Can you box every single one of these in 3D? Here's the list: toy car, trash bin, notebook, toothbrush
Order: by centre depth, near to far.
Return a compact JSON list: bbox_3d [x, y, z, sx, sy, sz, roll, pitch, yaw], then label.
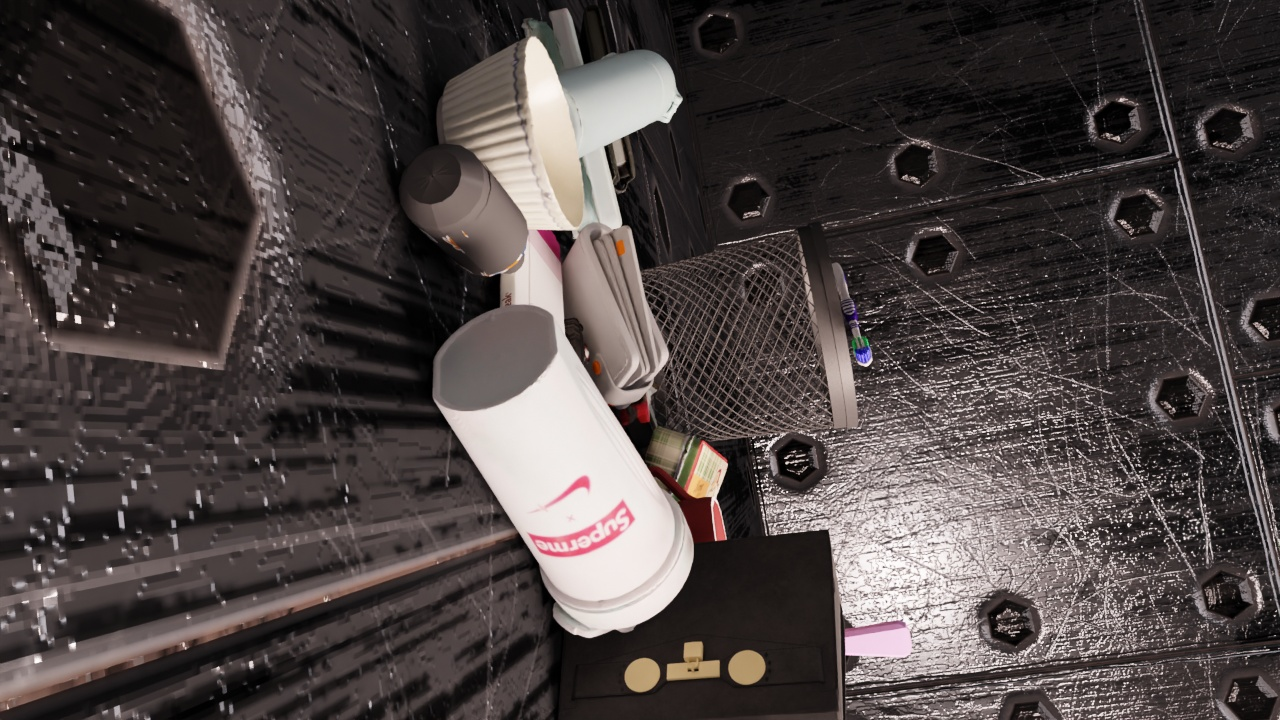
[{"bbox_3d":[-0.057,0.010,0.608,0.037,0.040,0.092,66,16,-50],"label":"toy car"},{"bbox_3d":[0.201,-0.050,0.886,0.186,0.015,0.016,-88,159,-56],"label":"toothbrush"},{"bbox_3d":[-0.038,-0.259,0.954,0.209,0.029,0.169,-107,-175,-82],"label":"notebook"},{"bbox_3d":[0.096,-0.017,0.979,0.217,0.227,0.217,-10,89,-81],"label":"trash bin"}]

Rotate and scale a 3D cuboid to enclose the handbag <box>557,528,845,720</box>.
[{"bbox_3d":[0.037,0.204,0.554,0.195,0.176,0.072,-79,157,-58],"label":"handbag"}]

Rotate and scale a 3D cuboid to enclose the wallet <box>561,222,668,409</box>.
[{"bbox_3d":[-0.021,-0.033,0.642,0.116,0.037,0.118,-51,-123,53],"label":"wallet"}]

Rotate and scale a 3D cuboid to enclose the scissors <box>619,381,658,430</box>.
[{"bbox_3d":[-0.005,0.011,0.774,0.198,0.015,0.179,-77,155,-70],"label":"scissors"}]

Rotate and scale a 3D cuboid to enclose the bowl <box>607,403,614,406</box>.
[{"bbox_3d":[-0.039,-0.017,0.763,0.122,0.035,0.122,-10,89,-81],"label":"bowl"}]

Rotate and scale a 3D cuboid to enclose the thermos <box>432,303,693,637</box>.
[{"bbox_3d":[-0.040,0.072,0.519,0.099,0.099,0.220,-91,162,-45],"label":"thermos"}]

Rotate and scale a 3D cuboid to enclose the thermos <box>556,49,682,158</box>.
[{"bbox_3d":[-0.032,-0.212,0.753,0.065,0.078,0.206,-57,174,33],"label":"thermos"}]

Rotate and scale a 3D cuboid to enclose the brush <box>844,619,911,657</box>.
[{"bbox_3d":[0.108,0.246,0.766,0.043,0.229,0.089,-31,110,-71],"label":"brush"}]

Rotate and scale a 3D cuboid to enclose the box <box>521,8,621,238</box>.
[{"bbox_3d":[-0.057,-0.215,0.843,0.083,0.067,0.199,-37,116,-58],"label":"box"}]

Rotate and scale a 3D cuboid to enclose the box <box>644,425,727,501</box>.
[{"bbox_3d":[0.035,0.132,0.877,0.205,0.050,0.117,48,59,-73],"label":"box"}]

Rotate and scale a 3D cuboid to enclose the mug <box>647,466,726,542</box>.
[{"bbox_3d":[0.016,0.140,0.723,0.080,0.097,0.116,51,30,-71],"label":"mug"}]

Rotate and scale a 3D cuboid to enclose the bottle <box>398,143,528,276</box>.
[{"bbox_3d":[-0.088,-0.074,0.492,0.112,0.047,0.047,52,29,-70],"label":"bottle"}]

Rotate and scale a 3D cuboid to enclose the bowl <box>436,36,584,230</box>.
[{"bbox_3d":[-0.080,-0.131,0.557,0.115,0.062,0.115,-9,89,-81],"label":"bowl"}]

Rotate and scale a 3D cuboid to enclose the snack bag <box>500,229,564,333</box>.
[{"bbox_3d":[-0.071,-0.048,0.600,0.070,0.016,0.196,52,19,-39],"label":"snack bag"}]
